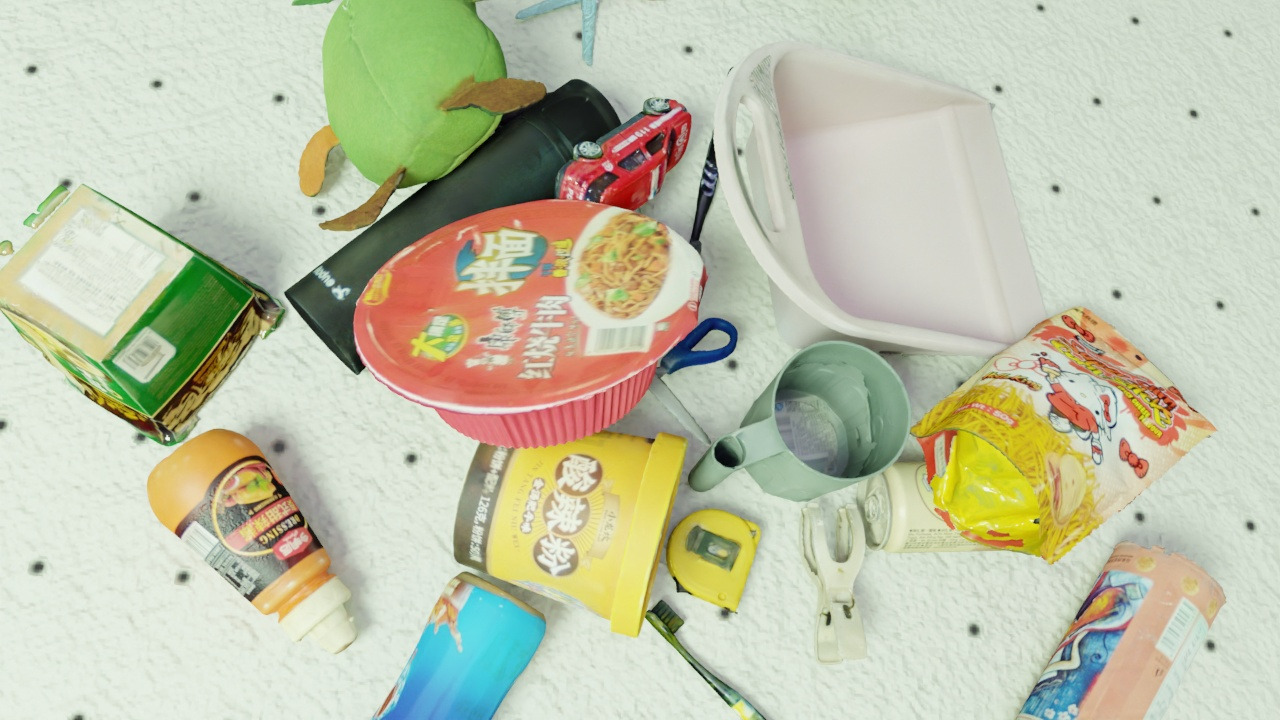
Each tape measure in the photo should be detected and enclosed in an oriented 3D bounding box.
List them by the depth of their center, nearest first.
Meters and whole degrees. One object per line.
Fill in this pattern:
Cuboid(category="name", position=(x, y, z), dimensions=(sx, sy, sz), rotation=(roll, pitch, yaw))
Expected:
Cuboid(category="tape measure", position=(0.045, 0.123, 0.581), dimensions=(0.057, 0.029, 0.060), rotation=(22, 72, 0))

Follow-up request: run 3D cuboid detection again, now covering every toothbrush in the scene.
Cuboid(category="toothbrush", position=(0.072, 0.219, 0.565), dimensions=(0.186, 0.012, 0.017), rotation=(44, 62, 7))
Cuboid(category="toothbrush", position=(0.052, -0.140, 0.669), dimensions=(0.014, 0.017, 0.188), rotation=(15, 71, -3))

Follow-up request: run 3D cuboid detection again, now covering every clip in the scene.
Cuboid(category="clip", position=(0.123, 0.140, 0.581), dimensions=(0.034, 0.070, 0.099), rotation=(1, 66, -8))

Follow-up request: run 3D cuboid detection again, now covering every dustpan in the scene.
Cuboid(category="dustpan", position=(0.172, -0.107, 0.610), dimensions=(0.273, 0.139, 0.222), rotation=(-8, 74, -9))

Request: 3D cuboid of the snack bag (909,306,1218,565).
Cuboid(category="snack bag", position=(0.266, 0.039, 0.575), dimensions=(0.207, 0.073, 0.128), rotation=(-26, 60, -32))

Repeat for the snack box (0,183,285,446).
Cuboid(category="snack box", position=(-0.302, -0.032, 0.544), dimensions=(0.117, 0.106, 0.118), rotation=(31, 73, 2))

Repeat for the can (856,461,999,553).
Cuboid(category="can", position=(0.205, 0.094, 0.594), dimensions=(0.116, 0.059, 0.058), rotation=(0, 73, -8))

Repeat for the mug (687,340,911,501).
Cuboid(category="mug", position=(0.092, 0.049, 0.571), dimensions=(0.124, 0.103, 0.083), rotation=(-19, 77, -11))

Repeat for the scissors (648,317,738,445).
Cuboid(category="scissors", position=(0.001, 0.003, 0.576), dimensions=(0.162, 0.012, 0.175), rotation=(27, 37, 31))

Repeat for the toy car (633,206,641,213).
Cuboid(category="toy car", position=(-0.010, -0.080, 0.634), dimensions=(0.043, 0.034, 0.090), rotation=(-20, 75, -10))

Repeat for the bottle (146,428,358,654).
Cuboid(category="bottle", position=(-0.220, 0.111, 0.538), dimensions=(0.066, 0.067, 0.149), rotation=(-41, 89, -16))

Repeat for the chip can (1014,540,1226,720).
Cuboid(category="chip can", position=(0.276, 0.215, 0.560), dimensions=(0.071, 0.071, 0.214), rotation=(39, 73, 5))

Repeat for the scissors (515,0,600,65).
Cuboid(category="scissors", position=(-0.032, -0.286, 0.704), dimensions=(0.133, 0.017, 0.133), rotation=(1, 78, -9))

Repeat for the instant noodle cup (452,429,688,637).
Cuboid(category="instant noodle cup", position=(-0.040, 0.089, 0.540), dimensions=(0.114, 0.118, 0.118), rotation=(15, 72, 6))

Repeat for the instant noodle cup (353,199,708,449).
Cuboid(category="instant noodle cup", position=(-0.058, -0.016, 0.523), dimensions=(0.194, 0.066, 0.193), rotation=(-4, 39, 3))

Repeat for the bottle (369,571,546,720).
Cuboid(category="bottle", position=(-0.131, 0.227, 0.508), dimensions=(0.065, 0.065, 0.218), rotation=(29, 71, 2))

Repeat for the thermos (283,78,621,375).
Cuboid(category="thermos", position=(-0.123, -0.098, 0.615), dimensions=(0.242, 0.068, 0.090), rotation=(-43, 50, -19))

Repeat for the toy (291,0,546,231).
Cuboid(category="toy", position=(-0.147, -0.181, 0.585), dimensions=(0.227, 0.090, 0.246), rotation=(-37, 48, 14))

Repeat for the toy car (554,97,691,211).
Cuboid(category="toy car", position=(-0.006, -0.130, 0.615), dimensions=(0.045, 0.053, 0.120), rotation=(36, 59, 18))
